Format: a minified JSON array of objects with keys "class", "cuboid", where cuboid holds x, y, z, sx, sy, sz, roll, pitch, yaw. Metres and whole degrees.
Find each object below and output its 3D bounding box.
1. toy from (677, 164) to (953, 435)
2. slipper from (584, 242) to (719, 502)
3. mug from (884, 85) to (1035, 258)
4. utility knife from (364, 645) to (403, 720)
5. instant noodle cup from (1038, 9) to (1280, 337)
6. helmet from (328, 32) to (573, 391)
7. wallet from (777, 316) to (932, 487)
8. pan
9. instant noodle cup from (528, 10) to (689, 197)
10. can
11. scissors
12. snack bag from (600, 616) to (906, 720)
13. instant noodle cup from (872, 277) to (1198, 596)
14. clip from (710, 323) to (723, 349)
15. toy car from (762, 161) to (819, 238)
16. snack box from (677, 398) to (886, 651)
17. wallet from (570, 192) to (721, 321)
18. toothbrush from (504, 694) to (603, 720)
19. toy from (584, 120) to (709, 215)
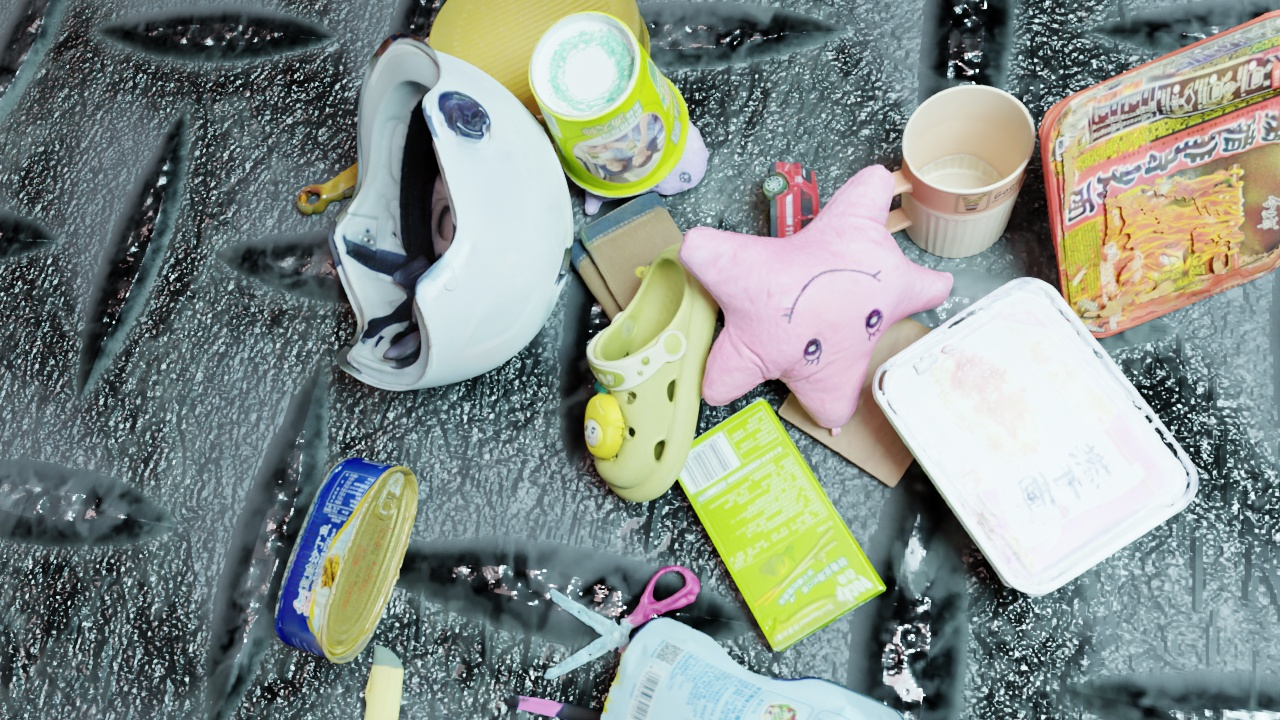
[{"class":"toy","cuboid":[0.127,-0.032,0.625,0.194,0.179,0.074,-19,23,-10]},{"class":"slipper","cuboid":[-0.004,0.004,0.652,0.092,0.081,0.190,23,99,59]},{"class":"mug","cuboid":[0.214,-0.124,0.655,0.114,0.106,0.081,-24,67,5]},{"class":"utility knife","cuboid":[-0.195,0.302,0.656,0.031,0.020,0.187,-2,64,18]},{"class":"instant noodle cup","cuboid":[0.342,-0.120,0.607,0.164,0.189,0.079,-21,32,5]},{"class":"helmet","cuboid":[-0.134,-0.105,0.698,0.230,0.145,0.258,-33,59,50]},{"class":"wallet","cuboid":[0.171,0.019,0.664,0.101,0.020,0.115,35,85,21]},{"class":"pan","cuboid":[-0.160,-0.233,0.824,0.357,0.078,0.197,-27,66,-3]},{"class":"instant noodle cup","cuboid":[-0.027,-0.194,0.683,0.112,0.123,0.111,-2,81,11]},{"class":"can","cuboid":[-0.219,0.147,0.689,0.049,0.074,0.148,10,73,21]},{"class":"scissors","cuboid":[-0.009,0.191,0.652,0.133,0.017,0.131,27,82,25]},{"class":"snack bag","cuboid":[0.061,0.232,0.554,0.191,0.039,0.110,11,67,40]},{"class":"instant noodle cup","cuboid":[0.249,0.049,0.601,0.138,0.060,0.173,-33,77,1]},{"class":"clip","cuboid":[0.053,-0.020,0.694,0.058,0.045,0.027,31,90,-3]},{"class":"toy car","cuboid":[0.115,-0.094,0.699,0.045,0.053,0.120,0,70,12]},{"class":"snack box","cuboid":[0.092,0.113,0.642,0.086,0.026,0.156,-34,66,8]},{"class":"wallet","cuboid":[0.003,-0.068,0.732,0.090,0.033,0.115,-32,70,1]},{"class":"toothbrush","cuboid":[-0.008,0.249,0.629,0.189,0.018,0.014,4,73,17]},{"class":"toy","cuboid":[0.003,-0.168,0.757,0.108,0.038,0.084,-4,99,14]}]
